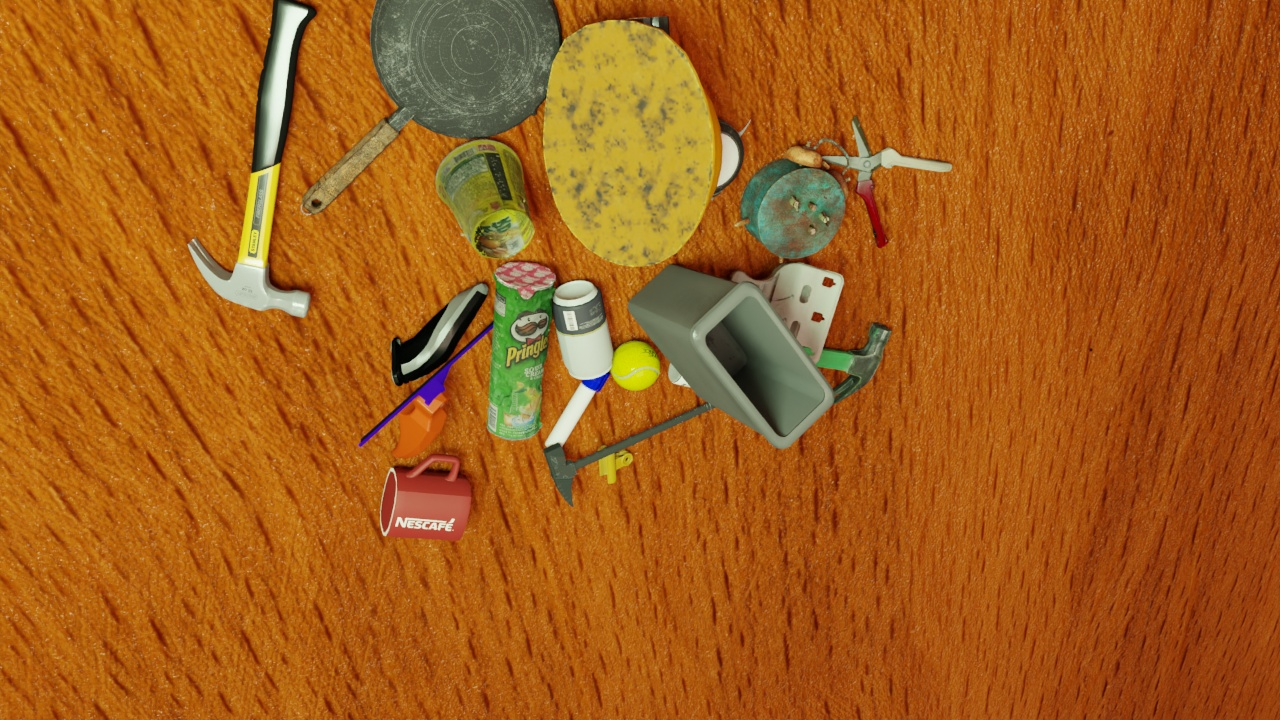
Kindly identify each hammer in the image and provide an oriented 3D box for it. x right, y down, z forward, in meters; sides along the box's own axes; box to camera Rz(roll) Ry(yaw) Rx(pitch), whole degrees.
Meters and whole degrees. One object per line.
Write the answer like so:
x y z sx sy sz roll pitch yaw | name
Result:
0.201 -0.011 1.293 0.318 0.032 0.130 8 116 -24 | hammer
0.026 0.101 1.280 0.324 0.015 0.095 -23 117 -15 | hammer
-0.384 -0.205 0.945 0.127 0.029 0.324 12 111 -14 | hammer

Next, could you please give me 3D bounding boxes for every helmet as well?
0.009 -0.242 1.012 0.131 0.206 0.256 -35 126 -55 | helmet

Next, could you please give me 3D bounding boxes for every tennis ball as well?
-0.007 0.007 1.201 0.065 0.065 0.065 -10 122 -16 | tennis ball

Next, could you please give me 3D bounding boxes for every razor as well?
-0.238 -0.033 1.099 0.156 0.057 0.060 -38 93 4 | razor

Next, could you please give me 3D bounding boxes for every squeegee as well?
-0.266 0.072 1.113 0.055 0.248 0.185 41 136 -1 | squeegee

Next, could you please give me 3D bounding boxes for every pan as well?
-0.232 -0.275 0.966 0.357 0.040 0.207 -44 125 6 | pan

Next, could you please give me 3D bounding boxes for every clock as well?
0.204 -0.204 1.154 0.121 0.073 0.158 32 103 -33 | clock
0.078 -0.240 1.100 0.091 0.043 0.123 10 115 -26 | clock

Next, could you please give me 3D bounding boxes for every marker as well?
-0.085 0.065 1.229 0.027 0.023 0.133 35 107 10 | marker

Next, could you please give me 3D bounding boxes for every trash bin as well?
0.102 -0.014 1.110 0.097 0.220 0.192 -43 113 -7 | trash bin

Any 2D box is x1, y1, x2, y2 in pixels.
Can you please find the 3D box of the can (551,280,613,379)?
-0.072 -0.033 1.153 0.064 0.064 0.127 -17 124 -11 | can

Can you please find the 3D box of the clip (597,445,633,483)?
-0.035 0.145 1.296 0.048 0.046 0.054 1 120 7 | clip

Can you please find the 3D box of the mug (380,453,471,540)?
-0.276 0.173 1.188 0.096 0.080 0.116 9 109 -26 | mug

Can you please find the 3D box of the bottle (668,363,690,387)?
0.097 0.023 1.266 0.116 0.041 0.041 14 113 -28 | bottle

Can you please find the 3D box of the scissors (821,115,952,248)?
0.330 -0.245 1.213 0.179 0.015 0.199 -24 124 -5 | scissors

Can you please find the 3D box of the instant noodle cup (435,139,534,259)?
-0.162 -0.169 0.998 0.102 0.108 0.102 -15 141 -13 | instant noodle cup

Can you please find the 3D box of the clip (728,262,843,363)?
0.183 -0.073 1.223 0.151 0.110 0.126 18 94 17 | clip

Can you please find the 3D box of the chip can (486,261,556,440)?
-0.149 -0.006 1.128 0.075 0.075 0.224 -4 123 -19 | chip can
